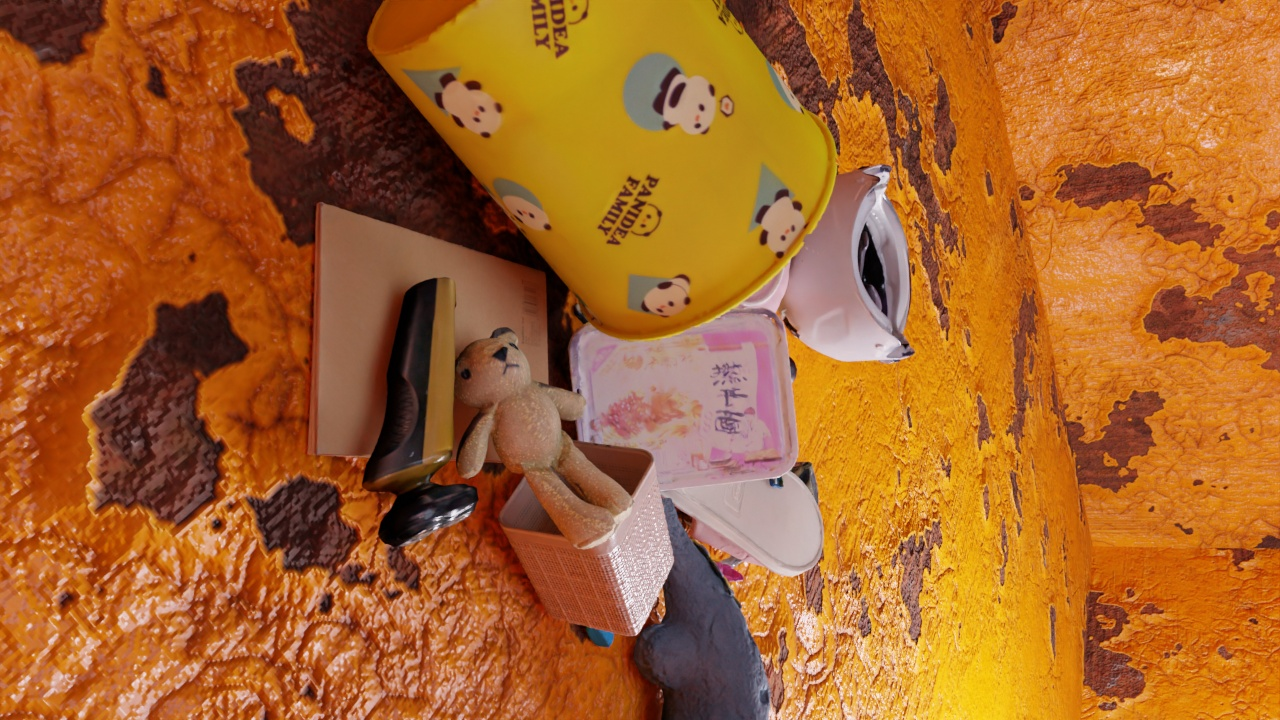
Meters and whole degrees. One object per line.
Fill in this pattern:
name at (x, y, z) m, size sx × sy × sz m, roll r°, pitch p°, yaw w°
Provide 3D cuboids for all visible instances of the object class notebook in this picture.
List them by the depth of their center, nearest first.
notebook at (-0.129, -0.008, 0.615) m, size 0.211 × 0.012 × 0.149 m, roll 12°, pitch 74°, yaw -56°

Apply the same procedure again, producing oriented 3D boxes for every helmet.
helmet at (0.229, -0.103, 1.065) m, size 0.258 × 0.146 × 0.229 m, roll -27°, pitch 109°, yaw -65°

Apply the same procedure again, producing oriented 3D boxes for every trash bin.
trash bin at (-0.026, -0.178, 0.622) m, size 0.255 × 0.230 × 0.229 m, roll 45°, pitch 49°, yaw -38°

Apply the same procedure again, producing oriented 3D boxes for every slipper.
slipper at (0.085, 0.131, 0.881) m, size 0.274 × 0.055 × 0.114 m, roll 33°, pitch 53°, yaw -37°

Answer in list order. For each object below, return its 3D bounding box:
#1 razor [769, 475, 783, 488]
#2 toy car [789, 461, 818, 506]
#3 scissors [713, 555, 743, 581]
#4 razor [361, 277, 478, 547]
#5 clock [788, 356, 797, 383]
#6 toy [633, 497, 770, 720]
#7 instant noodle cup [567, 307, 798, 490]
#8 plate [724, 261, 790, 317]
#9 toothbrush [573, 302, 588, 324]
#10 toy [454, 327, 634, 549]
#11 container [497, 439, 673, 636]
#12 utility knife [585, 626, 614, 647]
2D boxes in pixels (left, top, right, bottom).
razor at (0.092, 0.080, 0.849) m, size 0.142 × 0.022 × 0.042 m, roll 25°, pitch 56°, yaw -38°
toy car at (0.171, 0.157, 1.029) m, size 0.157 × 0.042 × 0.070 m, roll -22°, pitch 104°, yaw -59°
scissors at (0.085, 0.197, 0.877) m, size 0.135 × 0.064 × 0.017 m, roll 13°, pitch 85°, yaw -65°
razor at (-0.128, 0.027, 0.553) m, size 0.067 × 0.062 × 0.167 m, roll 9°, pitch 67°, yaw -23°
clock at (0.107, 0.012, 0.914) m, size 0.121 × 0.082 × 0.055 m, roll -10°, pitch 98°, yaw -56°
toy at (0.050, 0.297, 0.770) m, size 0.137 × 0.092 × 0.356 m, roll 14°, pitch 71°, yaw -43°
instant noodle cup at (0.032, 0.032, 0.739) m, size 0.060 × 0.173 × 0.138 m, roll 166°, pitch -82°, yaw -83°
plate at (0.093, -0.113, 0.910) m, size 0.192 × 0.039 × 0.192 m, roll 2°, pitch 87°, yaw -43°
toothbrush at (-0.005, 0.005, 0.803) m, size 0.181 × 0.018 × 0.015 m, roll 50°, pitch 38°, yaw -43°
toy at (-0.066, 0.050, 0.588) m, size 0.104 × 0.066 × 0.157 m, roll -33°, pitch 78°, yaw -32°
container at (-0.032, 0.130, 0.660) m, size 0.089 × 0.090 × 0.111 m, roll -57°, pitch 142°, yaw -44°
utility knife at (-0.018, 0.130, 0.757) m, size 0.034 × 0.018 × 0.202 m, roll 53°, pitch 42°, yaw -56°
